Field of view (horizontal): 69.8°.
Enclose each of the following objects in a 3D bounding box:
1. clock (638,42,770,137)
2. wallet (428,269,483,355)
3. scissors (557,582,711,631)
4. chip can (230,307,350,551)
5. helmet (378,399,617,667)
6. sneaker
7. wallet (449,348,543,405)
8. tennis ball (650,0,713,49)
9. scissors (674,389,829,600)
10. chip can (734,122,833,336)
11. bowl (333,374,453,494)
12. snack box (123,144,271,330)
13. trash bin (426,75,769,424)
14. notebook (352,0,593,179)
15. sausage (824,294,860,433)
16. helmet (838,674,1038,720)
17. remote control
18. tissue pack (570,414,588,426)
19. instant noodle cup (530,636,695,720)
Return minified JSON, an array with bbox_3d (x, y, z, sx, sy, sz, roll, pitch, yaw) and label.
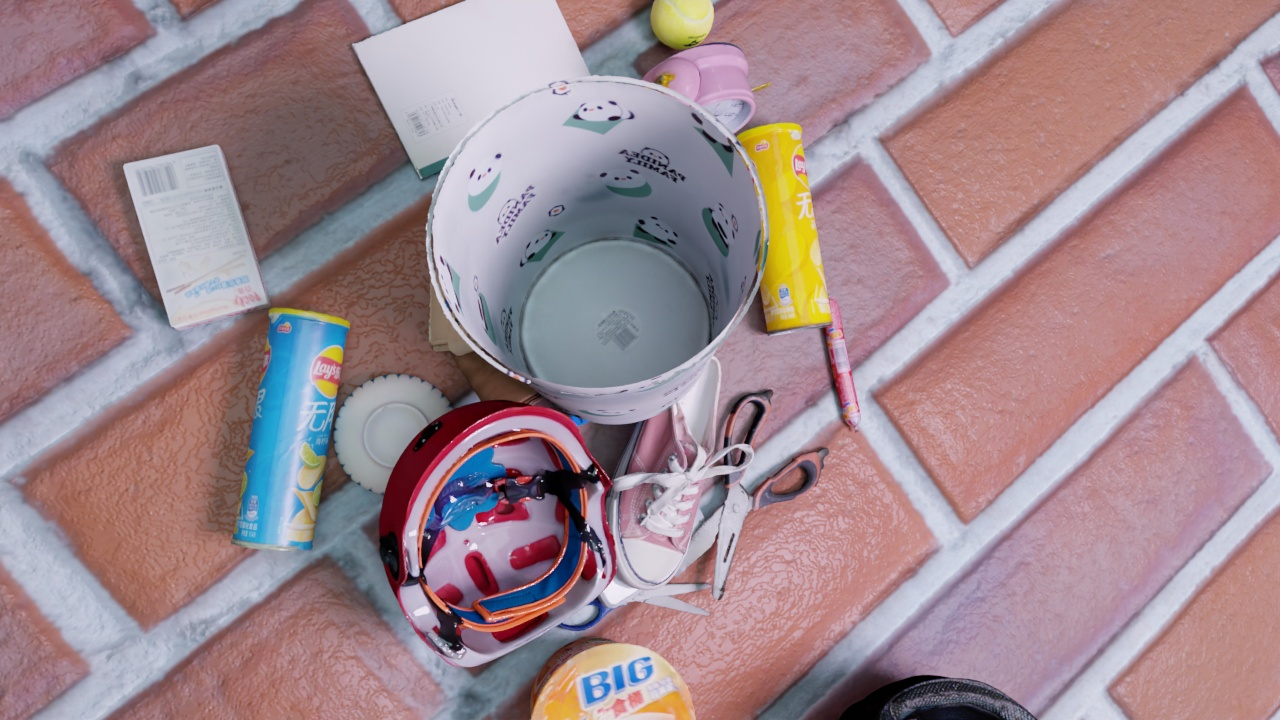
[{"bbox_3d":[0.043,-0.256,0.909,0.158,0.117,0.059,-10,76,-35],"label":"clock"},{"bbox_3d":[-0.163,-0.048,0.855,0.024,0.115,0.087,3,86,-44],"label":"wallet"},{"bbox_3d":[-0.011,0.223,0.920,0.170,0.012,0.144,-24,91,-17],"label":"scissors"},{"bbox_3d":[-0.315,0.062,0.827,0.071,0.071,0.210,9,83,-13],"label":"chip can"},{"bbox_3d":[-0.140,0.131,0.808,0.206,0.144,0.240,-24,120,-32],"label":"helmet"},{"bbox_3d":[0.030,0.105,0.859,0.118,0.088,0.241,14,92,-18],"label":"sneaker"},{"bbox_3d":[-0.113,-0.004,0.877,0.115,0.020,0.101,-32,58,-7],"label":"wallet"},{"bbox_3d":[0.043,-0.359,0.956,0.065,0.065,0.065,1,85,-14],"label":"tennis ball"},{"bbox_3d":[0.111,0.133,0.945,0.223,0.015,0.189,-15,86,-22],"label":"scissors"},{"bbox_3d":[0.149,-0.135,0.961,0.072,0.072,0.213,-8,88,-15],"label":"chip can"},{"bbox_3d":[-0.226,0.069,0.851,0.116,0.066,0.116,1,85,-14],"label":"bowl"},{"bbox_3d":[-0.406,-0.113,0.842,0.084,0.027,0.157,-17,90,-15],"label":"snack box"},{"bbox_3d":[-0.027,-0.060,0.732,0.229,0.252,0.229,0,77,1],"label":"trash bin"},{"bbox_3d":[-0.160,-0.289,0.926,0.209,0.012,0.150,-27,92,-15],"label":"notebook"},{"bbox_3d":[0.216,0.002,0.991,0.020,0.020,0.156,-10,88,-15],"label":"sausage"},{"bbox_3d":[0.276,0.434,0.861,0.233,0.230,0.274,20,79,3],"label":"helmet"},{"bbox_3d":[0.009,0.191,0.914,0.135,0.020,0.056,-28,89,-24],"label":"remote control"},{"bbox_3d":[-0.005,0.005,0.919,0.157,0.052,0.095,-15,87,-15],"label":"tissue pack"},{"bbox_3d":[-0.036,0.329,0.852,0.151,0.111,0.151,1,85,-14],"label":"instant noodle cup"}]
